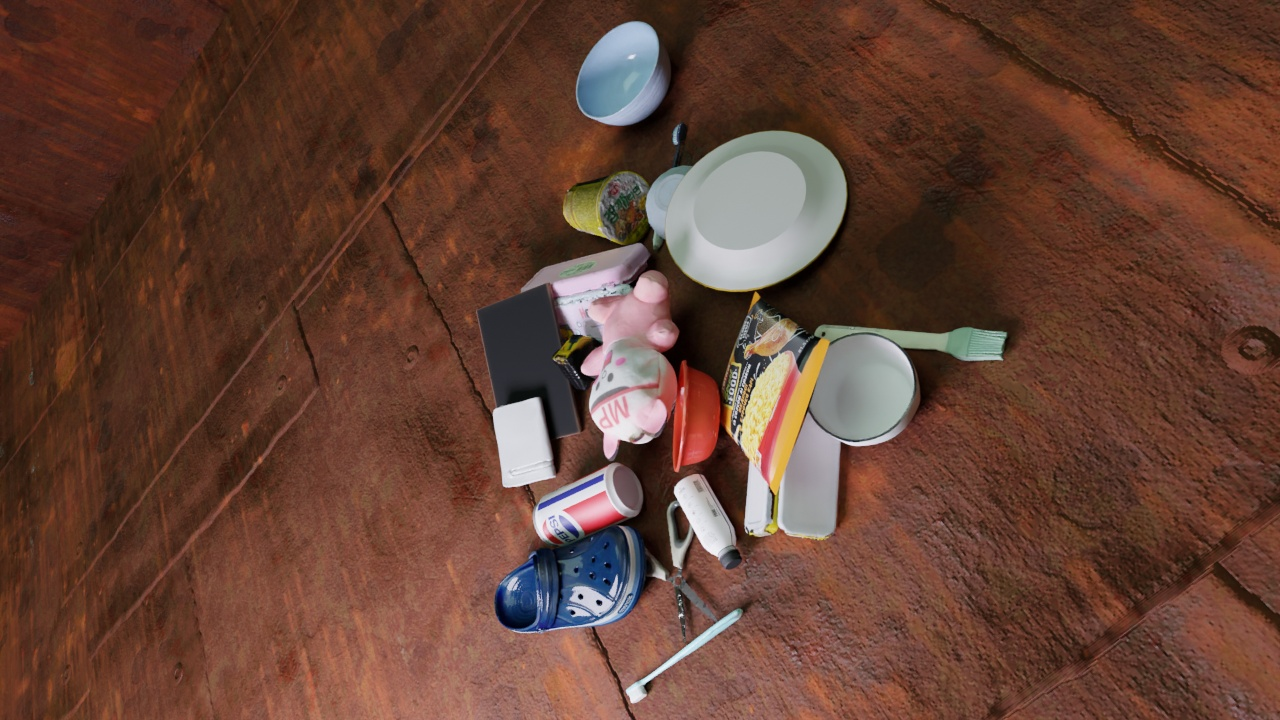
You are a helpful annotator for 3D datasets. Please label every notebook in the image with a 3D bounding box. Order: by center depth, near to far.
[{"bbox_3d":[-0.158,0.012,1.282,0.142,0.008,0.209,-16,83,35],"label":"notebook"}]

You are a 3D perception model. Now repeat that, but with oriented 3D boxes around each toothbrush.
[{"bbox_3d":[0.049,0.332,1.031,0.181,0.016,0.016,-44,48,20],"label":"toothbrush"},{"bbox_3d":[0.038,-0.239,1.256,0.017,0.016,0.188,-2,72,50],"label":"toothbrush"}]

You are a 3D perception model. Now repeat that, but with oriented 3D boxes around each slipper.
[{"bbox_3d":[-0.099,0.278,1.121,0.254,0.095,0.105,-30,56,35],"label":"slipper"}]

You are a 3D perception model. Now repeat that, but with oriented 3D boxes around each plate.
[{"bbox_3d":[0.134,-0.188,1.110,0.230,0.021,0.229,-11,61,20],"label":"plate"}]

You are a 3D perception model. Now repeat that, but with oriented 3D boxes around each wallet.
[{"bbox_3d":[-0.157,0.113,1.264,0.086,0.032,0.116,-12,81,28],"label":"wallet"}]

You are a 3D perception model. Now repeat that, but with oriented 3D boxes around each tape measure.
[{"bbox_3d":[-0.076,0.000,1.229,0.038,0.067,0.062,2,46,42],"label":"tape measure"}]

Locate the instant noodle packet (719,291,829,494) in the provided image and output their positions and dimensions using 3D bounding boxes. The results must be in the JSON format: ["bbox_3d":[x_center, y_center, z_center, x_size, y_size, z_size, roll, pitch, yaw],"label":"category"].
[{"bbox_3d":[0.133,0.027,0.985,0.220,0.032,0.160,-125,49,-69],"label":"instant noodle packet"}]

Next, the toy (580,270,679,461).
[{"bbox_3d":[-0.007,0.006,1.108,0.142,0.084,0.212,-24,57,41],"label":"toy"}]

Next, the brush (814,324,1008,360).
[{"bbox_3d":[0.279,-0.022,0.975,0.218,0.012,0.033,6,78,42],"label":"brush"}]

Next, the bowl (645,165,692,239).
[{"bbox_3d":[0.051,-0.212,1.204,0.106,0.039,0.106,-9,70,25],"label":"bowl"}]

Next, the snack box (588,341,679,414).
[{"bbox_3d":[-0.001,0.021,1.178,0.141,0.031,0.051,22,89,42],"label":"snack box"}]

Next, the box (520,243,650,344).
[{"bbox_3d":[-0.068,-0.082,1.271,0.202,0.103,0.100,-9,29,38],"label":"box"}]

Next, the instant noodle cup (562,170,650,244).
[{"bbox_3d":[-0.051,-0.212,1.272,0.108,0.102,0.102,13,82,51],"label":"instant noodle cup"}]

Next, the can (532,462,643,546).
[{"bbox_3d":[-0.066,0.182,1.146,0.132,0.070,0.070,-28,58,29],"label":"can"}]

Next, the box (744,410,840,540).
[{"bbox_3d":[0.172,0.092,1.015,0.084,0.080,0.210,129,149,-71],"label":"box"}]

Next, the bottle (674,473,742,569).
[{"bbox_3d":[0.080,0.185,1.044,0.041,0.041,0.116,-44,51,18],"label":"bottle"}]

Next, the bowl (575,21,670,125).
[{"bbox_3d":[-0.013,-0.398,1.316,0.151,0.074,0.150,-16,64,34],"label":"bowl"}]

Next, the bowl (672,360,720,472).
[{"bbox_3d":[0.066,0.066,1.066,0.045,0.131,0.130,5,72,-2],"label":"bowl"}]

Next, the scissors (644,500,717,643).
[{"bbox_3d":[0.036,0.241,1.077,0.158,0.012,0.169,4,77,43],"label":"scissors"}]

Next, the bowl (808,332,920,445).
[{"bbox_3d":[0.234,0.035,0.946,0.117,0.065,0.116,-10,68,27],"label":"bowl"}]
